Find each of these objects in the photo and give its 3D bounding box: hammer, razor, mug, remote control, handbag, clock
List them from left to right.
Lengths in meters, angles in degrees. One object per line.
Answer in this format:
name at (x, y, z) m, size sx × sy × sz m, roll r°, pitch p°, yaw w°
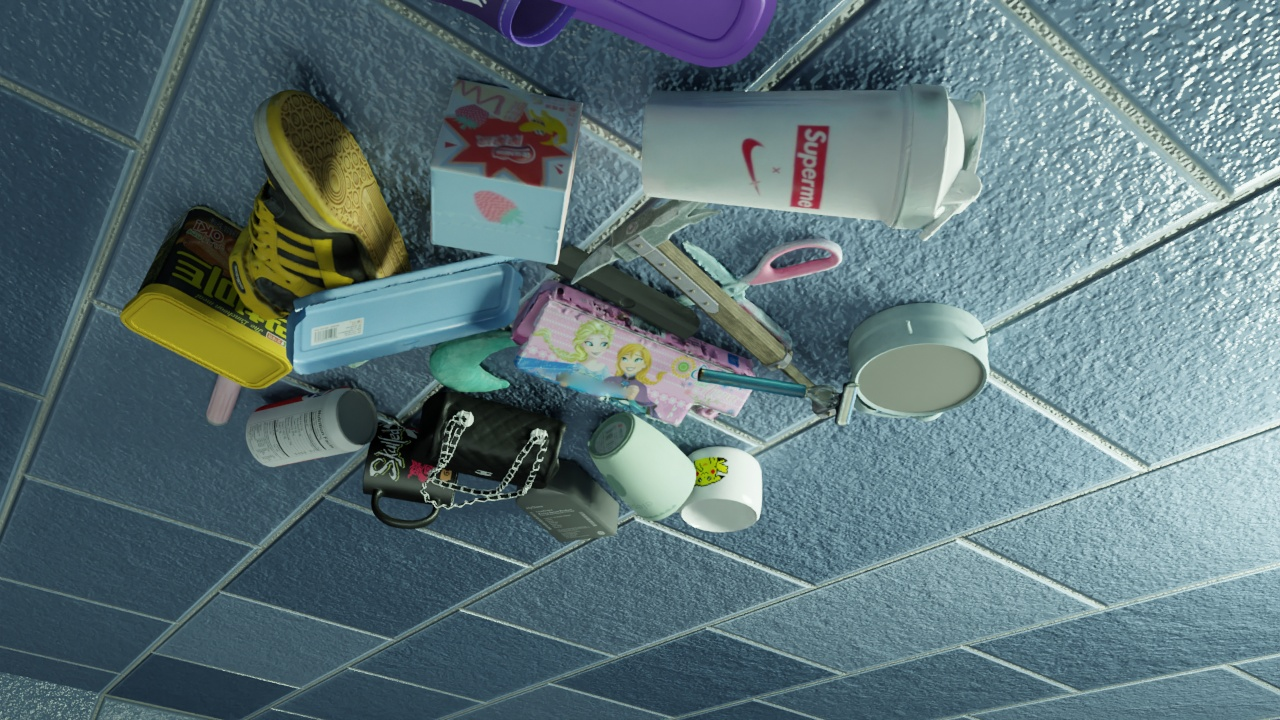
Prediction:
mug at (-0.257, 0.133, 1.030) m, size 0.098 × 0.117 × 0.082 m, roll 11°, pitch 144°, yaw -8°
handbag at (-0.160, 0.099, 0.957) m, size 0.153 × 0.114 × 0.125 m, roll 18°, pitch 159°, yaw -13°
remote control at (-0.014, -0.059, 0.806) m, size 0.146 × 0.015 × 0.033 m, roll 27°, pitch 142°, yaw -21°
mug at (-0.011, 0.110, 1.008) m, size 0.111 × 0.084 × 0.104 m, roll 7°, pitch 147°, yaw 53°
mug at (0.081, 0.148, 1.048) m, size 0.116 × 0.068 × 0.094 m, roll -10°, pitch 142°, yaw 21°
hammer at (0.088, -0.026, 0.807) m, size 0.147 × 0.028 × 0.316 m, roll -26°, pitch 135°, yaw 30°
razor at (0.123, 0.025, 0.834) m, size 0.144 × 0.022 × 0.042 m, roll 11°, pitch 110°, yaw 2°
clock at (0.252, 0.009, 0.850) m, size 0.122 × 0.045 × 0.160 m, roll 8°, pitch 143°, yaw -3°

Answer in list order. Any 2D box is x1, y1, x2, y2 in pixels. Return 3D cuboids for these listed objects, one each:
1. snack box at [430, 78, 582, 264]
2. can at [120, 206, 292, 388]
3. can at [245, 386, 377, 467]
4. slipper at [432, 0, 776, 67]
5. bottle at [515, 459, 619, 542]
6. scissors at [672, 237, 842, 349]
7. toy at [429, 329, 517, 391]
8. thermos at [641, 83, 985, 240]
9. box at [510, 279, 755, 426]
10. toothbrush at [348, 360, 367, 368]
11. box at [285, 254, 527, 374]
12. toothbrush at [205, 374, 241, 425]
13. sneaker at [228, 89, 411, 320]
snack box at (-0.095, -0.133, 0.651) m, size 0.093 × 0.094 × 0.080 m, roll 10°, pitch 145°, yaw -5°
can at (-0.357, -0.054, 0.793) m, size 0.073 × 0.100 × 0.130 m, roll -24°, pitch 135°, yaw 35°
can at (-0.359, 0.073, 1.000) m, size 0.132 × 0.070 × 0.070 m, roll -12°, pitch 141°, yaw 23°
slipper at (-0.048, -0.226, 0.522) m, size 0.266 × 0.083 × 0.107 m, roll 16°, pitch 144°, yaw -15°
bottle at (-0.101, 0.161, 1.111) m, size 0.084 × 0.046 × 0.174 m, roll -12°, pitch 142°, yaw 23°
scissors at (0.101, -0.056, 0.804) m, size 0.171 × 0.013 × 0.177 m, roll -14°, pitch 140°, yaw 25°
toy at (-0.166, 0.001, 0.909) m, size 0.085 × 0.033 × 0.105 m, roll 0°, pitch 149°, yaw -17°
thermos at (0.114, -0.138, 0.621) m, size 0.220 × 0.099 × 0.099 m, roll 4°, pitch 145°, yaw 8°
box at (-0.005, 0.007, 0.858) m, size 0.230 × 0.070 × 0.085 m, roll 21°, pitch 142°, yaw -21°
toothbrush at (-0.245, -0.023, 0.896) m, size 0.022 × 0.015 × 0.155 m, roll 33°, pitch 137°, yaw -32°
box at (-0.176, -0.052, 0.736) m, size 0.208 × 0.043 × 0.125 m, roll -18°, pitch 160°, yaw -37°
toothbrush at (-0.425, 0.011, 0.959) m, size 0.027 × 0.026 × 0.223 m, roll 37°, pitch 138°, yaw -9°
sneaker at (-0.271, -0.109, 0.713) m, size 0.122 × 0.085 × 0.239 m, roll -4°, pitch 148°, yaw 6°
